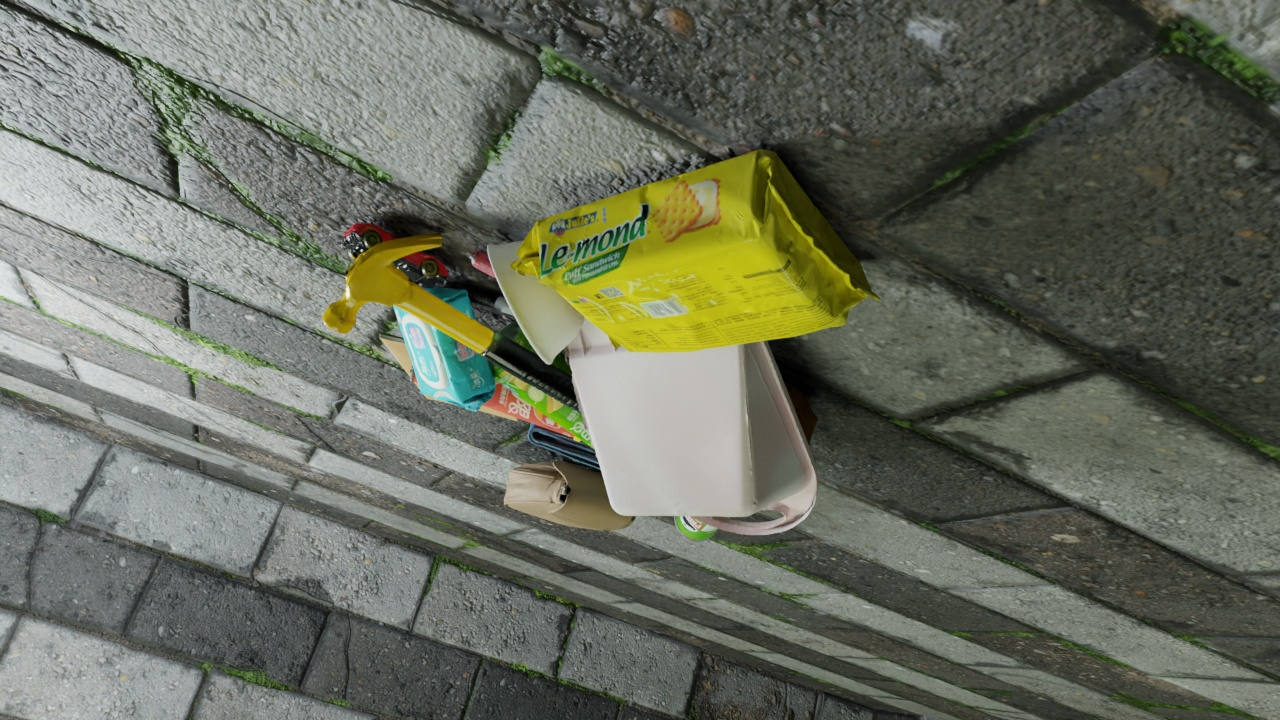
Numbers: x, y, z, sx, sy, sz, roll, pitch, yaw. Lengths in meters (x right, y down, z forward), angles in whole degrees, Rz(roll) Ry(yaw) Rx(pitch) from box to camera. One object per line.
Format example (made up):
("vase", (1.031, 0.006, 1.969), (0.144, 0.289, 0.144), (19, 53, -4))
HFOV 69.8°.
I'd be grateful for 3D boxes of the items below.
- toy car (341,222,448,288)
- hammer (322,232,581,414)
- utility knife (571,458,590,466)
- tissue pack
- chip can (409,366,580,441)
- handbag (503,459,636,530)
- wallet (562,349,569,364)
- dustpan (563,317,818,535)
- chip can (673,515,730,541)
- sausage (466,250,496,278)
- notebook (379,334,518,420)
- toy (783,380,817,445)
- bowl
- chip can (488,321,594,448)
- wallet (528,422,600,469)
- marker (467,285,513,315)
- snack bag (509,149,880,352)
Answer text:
("toy car", (-0.236, -0.101, 0.894), (0.106, 0.031, 0.049), (28, 156, -30))
("hammer", (-0.149, -0.017, 0.905), (0.300, 0.129, 0.032), (33, -164, -27))
("utility knife", (-0.033, 0.156, 1.376), (0.176, 0.013, 0.029), (-2, 151, 38))
("tissue pack", (-0.207, -0.013, 0.963), (0.093, 0.050, 0.133), (8, 119, 48))
("chip can", (-0.159, 0.028, 1.092), (0.216, 0.073, 0.073), (21, 158, -7))
("handbag", (-0.105, 0.207, 1.429), (0.148, 0.099, 0.204), (-4, 161, 43))
("wallet", (-0.006, 0.006, 0.975), (0.107, 0.036, 0.129), (-16, 144, 39))
("dustpan", (0.057, 0.057, 0.899), (0.223, 0.273, 0.138), (-4, -173, 38))
("chip can", (0.103, 0.202, 1.312), (0.072, 0.072, 0.236), (17, 157, -1))
("sausage", (-0.099, -0.068, 0.890), (0.155, 0.020, 0.020), (28, 156, -26))
("notebook", (-0.252, 0.027, 1.237), (0.148, 0.008, 0.208), (13, 158, 10))
("toy", (0.102, 0.090, 0.991), (0.140, 0.130, 0.200), (48, 161, -10))
("bowl", (-0.079, -0.063, 0.809), (0.065, 0.118, 0.118), (-26, 149, 3))
("chip can", (-0.074, 0.042, 1.020), (0.221, 0.072, 0.073), (38, 152, -21))
("wallet", (-0.092, 0.097, 1.182), (0.106, 0.040, 0.133), (21, -172, -8))
("marker", (-0.117, -0.050, 0.949), (0.130, 0.018, 0.023), (19, 167, -4))
("snack bag", (0.036, -0.065, 0.700), (0.247, 0.068, 0.158), (-10, 147, 35))
